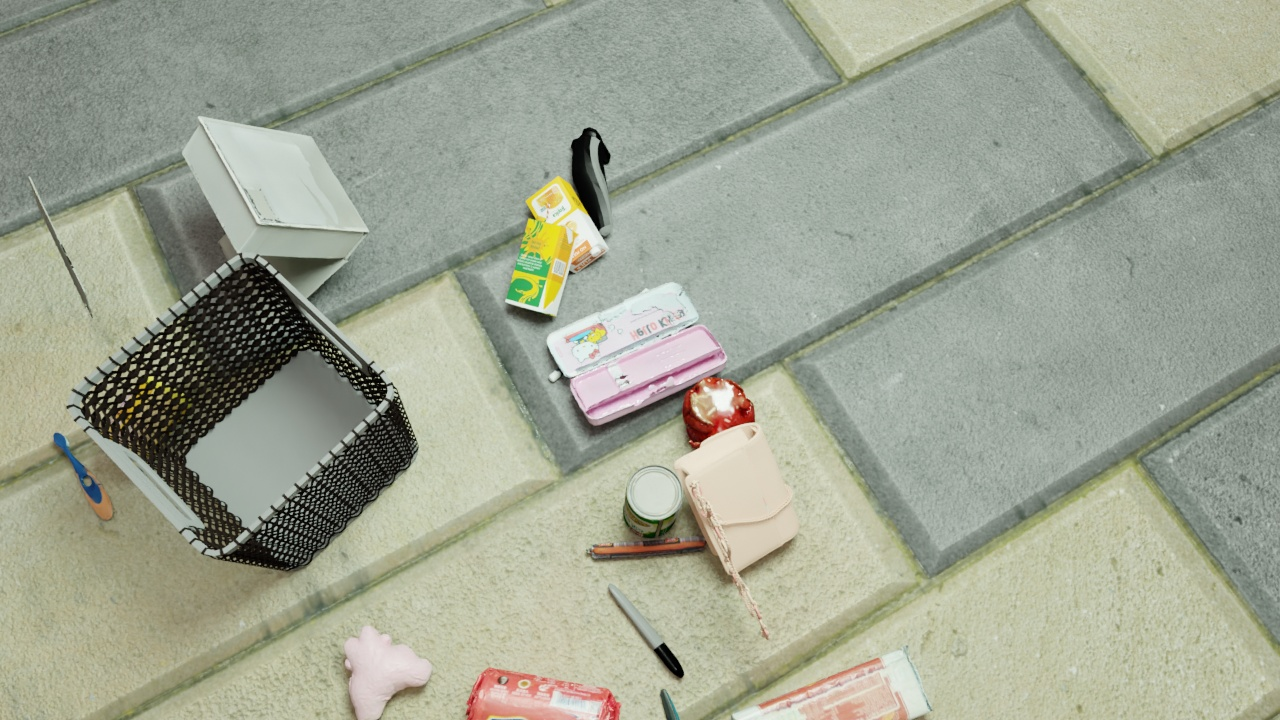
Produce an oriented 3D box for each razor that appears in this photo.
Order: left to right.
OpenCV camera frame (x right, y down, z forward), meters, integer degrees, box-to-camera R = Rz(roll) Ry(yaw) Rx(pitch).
[{"bbox_3d":[-0.066,-0.246,1.286,0.060,0.057,0.156,9,65,-34],"label":"razor"}]

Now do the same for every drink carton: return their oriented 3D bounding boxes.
[{"bbox_3d":[-0.129,-0.126,1.214,0.058,0.041,0.122,16,91,22],"label":"drink carton"},{"bbox_3d":[-0.098,-0.182,1.254,0.059,0.040,0.122,-35,73,13],"label":"drink carton"}]

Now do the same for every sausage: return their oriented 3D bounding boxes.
[{"bbox_3d":[0.010,0.231,1.129,0.155,0.020,0.020,-4,70,-4],"label":"sausage"}]

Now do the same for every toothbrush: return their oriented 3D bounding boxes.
[{"bbox_3d":[-0.689,0.143,1.136,0.021,0.017,0.135,-37,78,-11],"label":"toothbrush"},{"bbox_3d":[-0.053,-0.035,1.228,0.186,0.012,0.017,-41,63,-15],"label":"toothbrush"}]

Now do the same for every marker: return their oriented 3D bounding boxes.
[{"bbox_3d":[0.006,0.321,1.094,0.016,0.022,0.138,-41,77,-1],"label":"marker"}]

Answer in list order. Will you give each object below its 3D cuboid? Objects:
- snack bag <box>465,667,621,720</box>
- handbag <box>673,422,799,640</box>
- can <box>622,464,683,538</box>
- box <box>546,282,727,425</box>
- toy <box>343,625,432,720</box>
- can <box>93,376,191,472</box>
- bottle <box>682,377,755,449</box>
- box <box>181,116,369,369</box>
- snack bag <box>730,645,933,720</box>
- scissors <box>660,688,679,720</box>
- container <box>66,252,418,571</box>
[{"bbox_3d":[-0.108,0.396,1.035,0.176,0.082,0.082,10,70,1],"label":"snack bag"},{"bbox_3d":[0.139,0.190,1.047,0.116,0.187,0.199,-26,114,-6],"label":"handbag"},{"bbox_3d":[0.014,0.170,1.097,0.067,0.121,0.067,1,69,-2],"label":"can"},{"bbox_3d":[-0.005,-0.010,1.194,0.201,0.041,0.153,-23,55,-13],"label":"box"},{"bbox_3d":[-0.301,0.352,1.052,0.099,0.053,0.096,-36,82,-9],"label":"toy"},{"bbox_3d":[-0.613,0.077,1.134,0.067,0.068,0.105,26,71,7],"label":"can"},{"bbox_3d":[0.095,0.076,1.140,0.099,0.111,0.098,1,69,-3],"label":"bottle"},{"bbox_3d":[-0.469,-0.141,1.241,0.164,0.447,0.167,-27,73,-22],"label":"box"},{"bbox_3d":[0.220,0.408,1.063,0.225,0.041,0.077,-17,72,-10],"label":"snack bag"},{"bbox_3d":[0.035,0.444,1.043,0.148,0.019,0.117,36,46,-11],"label":"scissors"},{"bbox_3d":[-0.421,0.078,1.047,0.247,0.244,0.245,41,73,12],"label":"container"}]
